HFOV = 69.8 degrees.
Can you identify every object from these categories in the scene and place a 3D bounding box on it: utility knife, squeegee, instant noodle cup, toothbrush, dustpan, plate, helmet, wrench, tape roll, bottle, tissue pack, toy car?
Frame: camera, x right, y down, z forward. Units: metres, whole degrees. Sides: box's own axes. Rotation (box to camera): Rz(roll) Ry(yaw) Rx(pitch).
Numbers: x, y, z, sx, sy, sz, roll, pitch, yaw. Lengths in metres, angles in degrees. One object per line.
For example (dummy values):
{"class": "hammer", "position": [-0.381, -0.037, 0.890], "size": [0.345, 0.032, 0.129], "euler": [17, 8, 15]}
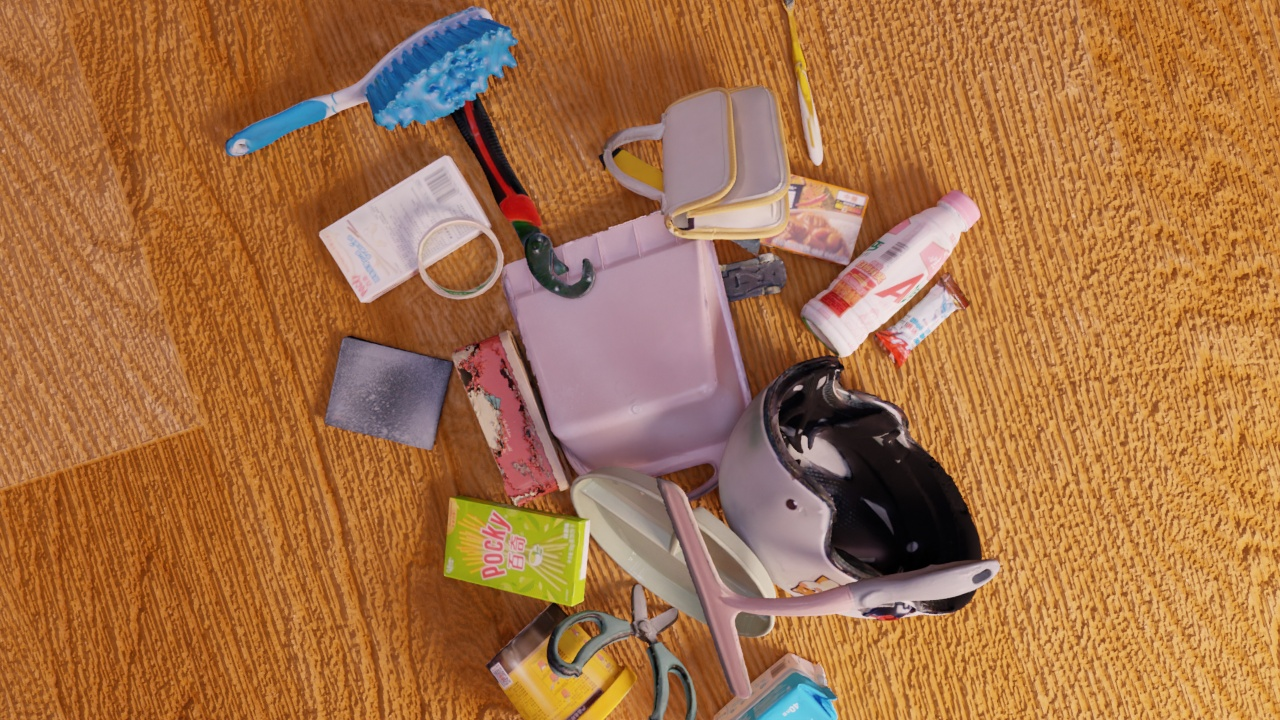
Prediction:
{"class": "utility knife", "position": [0.037, -0.157, 0.904], "size": [0.209, 0.015, 0.033], "euler": [36, 77, 26]}
{"class": "squeegee", "position": [0.159, 0.187, 0.739], "size": [0.250, 0.040, 0.248], "euler": [-11, 116, 18]}
{"class": "instant noodle cup", "position": [-0.085, 0.318, 0.925], "size": [0.118, 0.118, 0.114], "euler": [-43, 84, 3]}
{"class": "toothbrush", "position": [0.164, -0.293, 0.932], "size": [0.016, 0.018, 0.191], "euler": [-11, 92, 4]}
{"class": "dustpan", "position": [-0.006, 0.006, 0.941], "size": [0.223, 0.139, 0.273], "euler": [-15, 64, 13]}
{"class": "plate", "position": [0.031, 0.180, 0.872], "size": [0.230, 0.231, 0.027], "euler": [41, 63, -1]}
{"class": "helmet", "position": [0.178, 0.140, 0.868], "size": [0.274, 0.229, 0.157], "euler": [36, 131, -25]}
{"class": "wrench", "position": [-0.131, -0.176, 0.926], "size": [0.056, 0.016, 0.273], "euler": [-33, 80, 6]}
{"class": "tape roll", "position": [-0.184, -0.104, 0.935], "size": [0.085, 0.014, 0.086], "euler": [-6, 118, -12]}
{"class": "bottle", "position": [0.252, -0.090, 0.917], "size": [0.197, 0.068, 0.068], "euler": [-42, 91, 1]}
{"class": "tissue pack", "position": [0.136, 0.366, 0.929], "size": [0.140, 0.090, 0.063], "euler": [-42, 91, 3]}
{"class": "toy car", "position": [0.103, -0.081, 0.936], "size": [0.090, 0.034, 0.043], "euler": [-14, 89, 4]}

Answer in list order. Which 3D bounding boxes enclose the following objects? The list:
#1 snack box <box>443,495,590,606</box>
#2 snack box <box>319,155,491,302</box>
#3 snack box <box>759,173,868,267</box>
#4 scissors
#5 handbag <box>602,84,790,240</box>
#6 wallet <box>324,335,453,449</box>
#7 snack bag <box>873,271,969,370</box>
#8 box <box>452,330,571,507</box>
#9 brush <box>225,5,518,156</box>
{"class": "snack box", "position": [-0.128, 0.191, 0.933], "size": [0.156, 0.026, 0.086], "euler": [7, 92, 24]}
{"class": "snack box", "position": [-0.242, -0.135, 0.948], "size": [0.157, 0.027, 0.084], "euler": [-31, 92, 3]}
{"class": "snack box", "position": [0.147, -0.151, 0.935], "size": [0.154, 0.026, 0.075], "euler": [15, 93, 1]}
{"class": "scissors", "position": [-0.020, 0.289, 0.898], "size": [0.181, 0.170, 0.019], "euler": [12, 132, -23]}
{"class": "handbag", "position": [0.051, -0.193, 0.882], "size": [0.179, 0.063, 0.163], "euler": [-3, 55, 5]}
{"class": "wallet", "position": [-0.264, 0.033, 0.962], "size": [0.121, 0.019, 0.097], "euler": [14, 91, 2]}
{"class": "snack bag", "position": [0.287, -0.040, 0.937], "size": [0.104, 0.026, 0.048], "euler": [-40, 103, 3]}
{"class": "box", "position": [-0.135, 0.060, 0.921], "size": [0.076, 0.091, 0.168], "euler": [-22, 92, -2]}
{"class": "brush", "position": [-0.274, -0.264, 0.924], "size": [0.314, 0.060, 0.109], "euler": [-32, 55, 0]}
